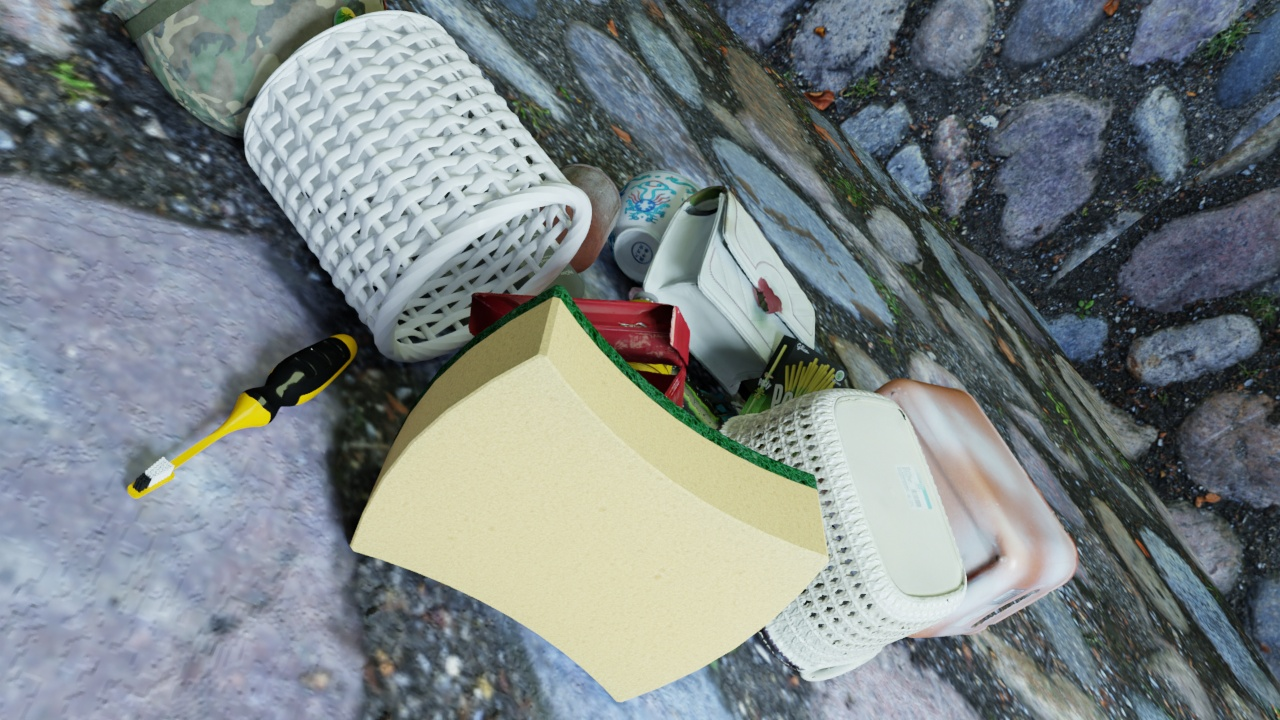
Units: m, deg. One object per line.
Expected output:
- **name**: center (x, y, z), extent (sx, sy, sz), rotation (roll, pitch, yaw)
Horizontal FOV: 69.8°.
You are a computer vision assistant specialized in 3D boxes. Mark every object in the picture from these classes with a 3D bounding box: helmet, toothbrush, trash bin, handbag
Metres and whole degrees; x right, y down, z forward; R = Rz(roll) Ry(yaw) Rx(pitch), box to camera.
- **helmet**: center (-0.299, -0.296, 0.713), extent (0.236, 0.193, 0.223), rotation (61, 42, -27)
- **toothbrush**: center (-0.236, 0.029, 0.565), extent (0.031, 0.031, 0.196), rotation (40, 32, -2)
- **trash bin**: center (0.322, 0.161, 1.023), extent (0.157, 0.182, 0.259), rotation (13, 44, -45)
- **handbag**: center (0.106, -0.070, 0.979), extent (0.198, 0.096, 0.141), rotation (45, 55, -35)

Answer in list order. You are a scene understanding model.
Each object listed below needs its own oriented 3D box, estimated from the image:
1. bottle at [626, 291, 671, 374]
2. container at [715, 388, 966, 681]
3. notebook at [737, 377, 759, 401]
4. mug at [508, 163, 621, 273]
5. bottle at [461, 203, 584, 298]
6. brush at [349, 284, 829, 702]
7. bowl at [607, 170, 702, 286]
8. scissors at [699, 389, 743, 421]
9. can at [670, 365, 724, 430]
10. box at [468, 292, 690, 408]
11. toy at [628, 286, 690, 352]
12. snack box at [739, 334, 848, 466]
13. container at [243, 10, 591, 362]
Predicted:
- **bottle**: center (-0.005, 0.005, 0.832), extent (0.071, 0.071, 0.163), rotation (33, 46, -26)
- **container**: center (0.177, 0.143, 0.820), extent (0.184, 0.144, 0.251), rotation (8, 59, -42)
- **notebook**: center (0.137, -0.012, 1.164), extent (0.231, 0.019, 0.168), rotation (53, 29, 12)
- **mug**: center (-0.088, -0.155, 0.963), extent (0.123, 0.096, 0.110), rotation (23, 26, -3)
- **bottle**: center (-0.103, -0.078, 0.875), extent (0.174, 0.046, 0.083), rotation (51, 27, 7)
- **brush**: center (-0.031, 0.095, 0.581), extent (0.250, 0.195, 0.075), rotation (37, 29, -20)
- **bowl**: center (0.016, -0.133, 1.034), extent (0.144, 0.144, 0.074), rotation (46, 42, -2)
- **scissors**: center (0.087, 0.056, 0.991), extent (0.130, 0.019, 0.150), rotation (39, 18, -22)
- **can**: center (0.032, 0.038, 0.906), extent (0.137, 0.054, 0.053), rotation (52, 28, 10)
- **box**: center (-0.045, 0.015, 0.698), extent (0.135, 0.157, 0.117), rotation (11, 83, -80)
- **toy**: center (0.023, -0.044, 1.003), extent (0.098, 0.053, 0.096), rotation (-12, 61, -52)
- **snack box**: center (0.147, 0.057, 0.952), extent (0.080, 0.147, 0.025), rotation (30, 0, -30)
- **container**: center (-0.166, -0.128, 0.695), extent (0.187, 0.190, 0.188), rotation (51, 27, 11)
